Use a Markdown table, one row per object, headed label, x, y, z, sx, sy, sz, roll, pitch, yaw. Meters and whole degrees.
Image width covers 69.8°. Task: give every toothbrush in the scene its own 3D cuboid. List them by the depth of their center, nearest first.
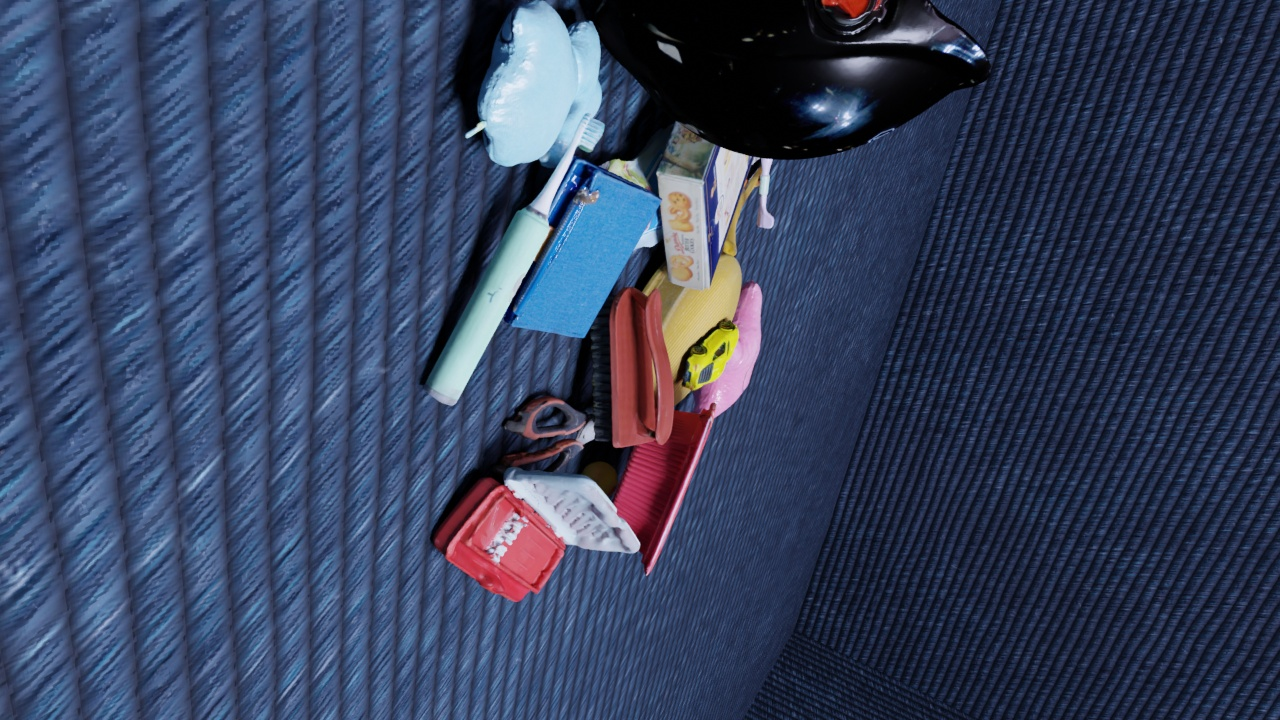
| label | x | y | z | sx | sy | sz | roll | pitch | yaw |
| --- | --- | --- | --- | --- | --- | --- | --- | --- | --- |
| toothbrush | -0.088 | -0.071 | 0.637 | 0.224 | 0.027 | 0.026 | -61 | -176 | 5 |
| toothbrush | 0.147 | -0.244 | 1.031 | 0.021 | 0.029 | 0.189 | -9 | 114 | -25 |

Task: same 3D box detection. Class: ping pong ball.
| label | x | y | z | sx | sy | sz | roll | pitch | yaw |
| --- | --- | --- | --- | --- | --- | --- | --- | --- | --- |
| ping pong ball | -0.044 | 0.126 | 0.966 | 0.040 | 0.040 | 0.040 | -51 | 153 | -39 |

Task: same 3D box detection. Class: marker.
| label | x | y | z | sx | sy | sz | roll | pitch | yaw |
| --- | --- | --- | --- | --- | --- | --- | --- | --- | --- |
| marker | 0.117 | -0.207 | 1.043 | 0.018 | 0.015 | 0.123 | -40 | -173 | 41 |

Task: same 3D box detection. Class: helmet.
| label | x | y | z | sx | sy | sz | roll | pitch | yaw |
| --- | --- | --- | --- | --- | --- | --- | --- | --- | --- |
| helmet | 0.104 | -0.254 | 0.648 | 0.230 | 0.274 | 0.233 | -44 | -178 | 14 |

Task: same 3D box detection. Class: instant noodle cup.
| label | x | y | z | sx | sy | sz | roll | pitch | yaw |
| --- | --- | --- | --- | --- | --- | --- | --- | --- | --- |
| instant noodle cup | 0.015 | 0.122 | 0.954 | 0.194 | 0.066 | 0.194 | 25 | 86 | -87 |

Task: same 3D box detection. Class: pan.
| label | x | y | z | sx | sy | sz | roll | pitch | yaw |
| --- | --- | --- | --- | --- | --- | --- | --- | --- | --- |
| pan | 0.074 | -0.098 | 1.033 | 0.356 | 0.078 | 0.198 | -50 | 156 | -25 |

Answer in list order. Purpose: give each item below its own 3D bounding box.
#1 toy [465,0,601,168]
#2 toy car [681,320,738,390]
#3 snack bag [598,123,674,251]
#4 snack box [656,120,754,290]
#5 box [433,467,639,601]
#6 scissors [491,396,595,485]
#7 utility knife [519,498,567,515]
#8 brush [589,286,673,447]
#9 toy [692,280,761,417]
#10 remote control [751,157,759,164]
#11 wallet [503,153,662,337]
| label | x | y | z | sx | sy | sz | roll | pitch | yaw |
| --- | --- | --- | --- | --- | --- | --- | --- | --- | --- |
| toy | -0.066 | -0.175 | 0.603 | 0.162 | 0.050 | 0.155 | 99 | 16 | -55 |
| toy car | 0.082 | -0.004 | 1.014 | 0.105 | 0.032 | 0.048 | -42 | 151 | -43 |
| snack bag | -0.004 | -0.139 | 0.810 | 0.190 | 0.039 | 0.110 | -43 | 137 | -50 |
| snack box | 0.067 | -0.188 | 0.853 | 0.178 | 0.046 | 0.182 | 78 | 30 | -64 |
| box | -0.088 | 0.151 | 0.814 | 0.154 | 0.073 | 0.201 | -25 | 152 | 0 |
| scissors | -0.053 | 0.053 | 0.858 | 0.206 | 0.015 | 0.192 | -53 | 145 | -22 |
| utility knife | -0.084 | 0.144 | 0.922 | 0.029 | 0.013 | 0.179 | -65 | 158 | 1 |
| brush | -0.005 | 0.005 | 0.843 | 0.063 | 0.069 | 0.146 | -3 | 91 | -57 |
| toy | 0.114 | -0.014 | 1.164 | 0.178 | 0.074 | 0.195 | -61 | 171 | -55 |
| remote control | 0.118 | -0.238 | 1.030 | 0.124 | 0.024 | 0.049 | -46 | 150 | -47 |
| wallet | -0.049 | -0.082 | 0.696 | 0.106 | 0.040 | 0.133 | 10 | 114 | -53 |
